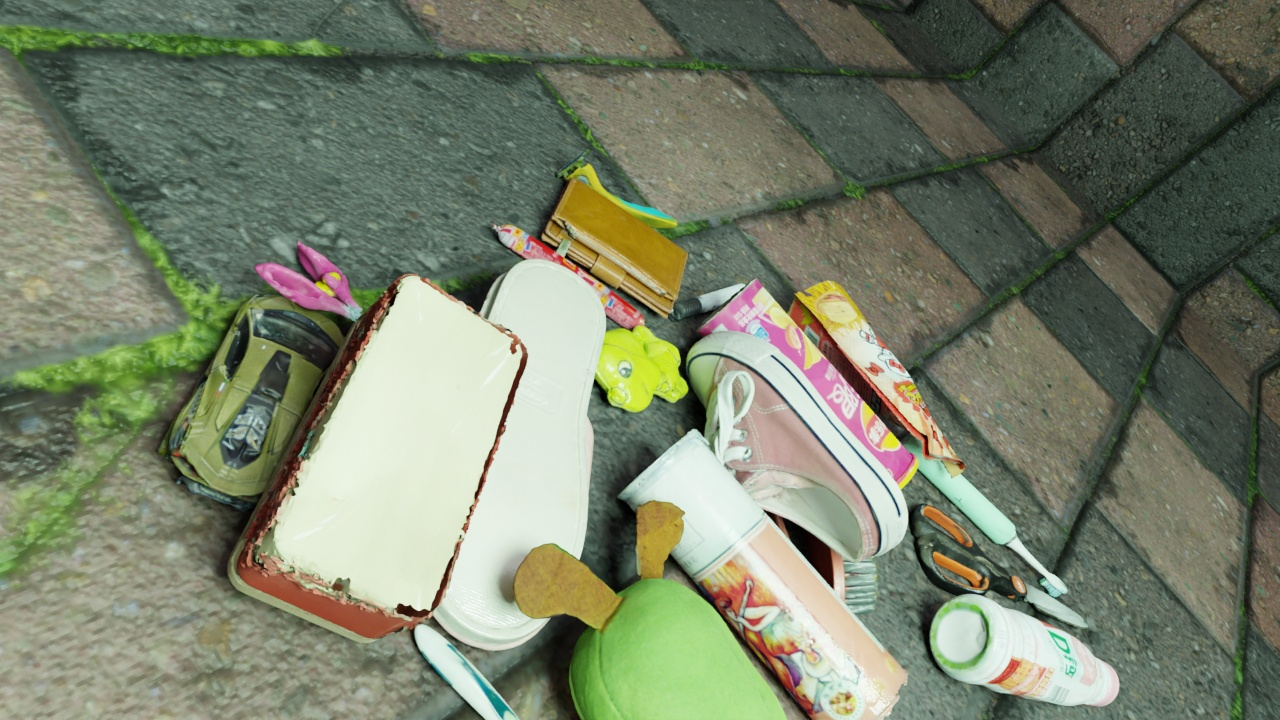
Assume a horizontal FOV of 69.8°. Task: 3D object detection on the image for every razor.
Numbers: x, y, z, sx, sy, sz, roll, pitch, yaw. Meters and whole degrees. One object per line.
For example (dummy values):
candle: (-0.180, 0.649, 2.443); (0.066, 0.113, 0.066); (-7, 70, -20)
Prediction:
razor: (-0.016, -0.154, 0.876); (0.132, 0.043, 0.028); (26, 55, -32)

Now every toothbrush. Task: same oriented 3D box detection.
toothbrush: (0.338, 0.151, 0.906); (0.224, 0.027, 0.026); (44, 39, 1)
toothbrush: (-0.048, 0.205, 0.473); (0.191, 0.018, 0.016); (46, 34, 2)

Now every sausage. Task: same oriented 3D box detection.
sausage: (-0.055, -0.068, 0.752); (0.156, 0.020, 0.020); (34, 36, -13)

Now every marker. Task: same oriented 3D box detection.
marker: (0.066, -0.055, 0.862); (0.130, 0.023, 0.018); (-19, 79, -55)

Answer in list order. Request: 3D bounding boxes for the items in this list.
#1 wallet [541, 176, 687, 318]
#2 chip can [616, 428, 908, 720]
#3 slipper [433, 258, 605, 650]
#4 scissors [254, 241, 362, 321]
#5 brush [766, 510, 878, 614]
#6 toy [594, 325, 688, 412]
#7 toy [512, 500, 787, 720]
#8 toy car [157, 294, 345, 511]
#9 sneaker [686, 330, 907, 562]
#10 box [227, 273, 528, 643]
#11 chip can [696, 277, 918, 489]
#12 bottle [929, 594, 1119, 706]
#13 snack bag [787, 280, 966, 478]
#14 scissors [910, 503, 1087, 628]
wallet: (-0.020, -0.100, 0.808); (0.130, 0.035, 0.118); (33, 36, -12)
chip can: (0.081, 0.149, 0.615); (0.214, 0.071, 0.071); (48, 35, 7)
slipper: (-0.079, 0.048, 0.574); (0.114, 0.055, 0.273); (23, 49, -20)
scissors: (-0.181, -0.030, 0.565); (0.133, 0.017, 0.125); (45, 10, 15)
brush: (0.135, 0.134, 0.700); (0.069, 0.063, 0.145); (3, 45, -3)
toy: (-0.004, 0.004, 0.718); (0.100, 0.031, 0.096); (22, 40, -35)
toy: (0.028, 0.197, 0.496); (0.226, 0.090, 0.246); (1, 54, -61)
toy car: (-0.204, 0.016, 0.501); (0.070, 0.042, 0.157); (27, 35, -23)
sneaker: (0.088, 0.061, 0.679); (0.087, 0.118, 0.241); (-18, 42, -22)
box: (-0.121, 0.042, 0.451); (0.091, 0.080, 0.168); (32, 50, -22)
chip can: (0.142, 0.029, 0.784); (0.210, 0.072, 0.071); (49, 35, 0)
bottle: (0.325, 0.247, 0.759); (0.196, 0.068, 0.068); (24, 39, -30)
snack bag: (0.223, 0.019, 0.866); (0.207, 0.073, 0.128); (54, 14, 29)
scissors: (0.342, 0.195, 0.867); (0.234, 0.022, 0.136); (14, 44, -35)
